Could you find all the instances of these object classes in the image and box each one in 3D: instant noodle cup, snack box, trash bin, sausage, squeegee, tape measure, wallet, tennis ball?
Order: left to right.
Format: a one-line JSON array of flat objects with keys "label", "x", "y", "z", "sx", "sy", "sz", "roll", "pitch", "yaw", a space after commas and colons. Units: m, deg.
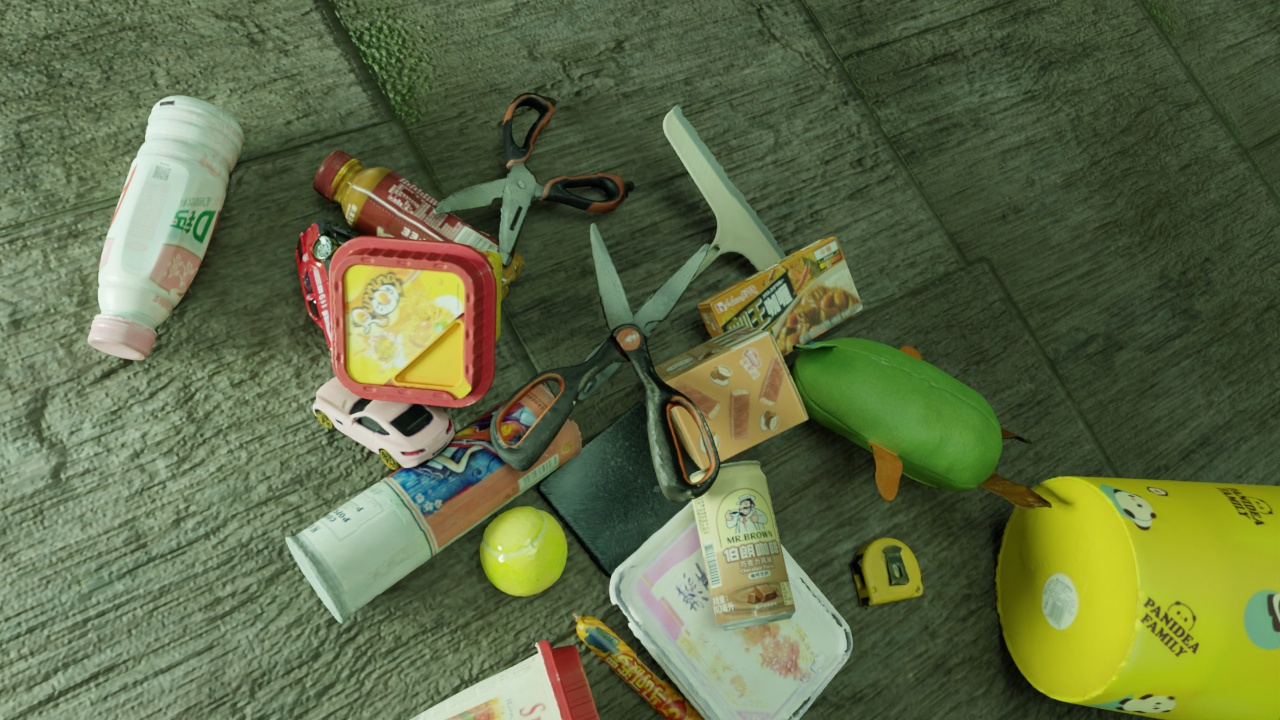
[{"label": "instant noodle cup", "x": -0.153, "y": -0.037, "z": 0.671, "sx": 0.116, "sy": 0.123, "sz": 0.116, "roll": 5, "pitch": 107, "yaw": 4}, {"label": "instant noodle cup", "x": -0.089, "y": 0.260, "z": 0.619, "sx": 0.124, "sy": 0.117, "sz": 0.116, "roll": -16, "pitch": 76, "yaw": -11}, {"label": "tennis ball", "x": -0.087, "y": 0.142, "z": 0.683, "sx": 0.065, "sy": 0.066, "sz": 0.065, "roll": 7, "pitch": 68, "yaw": -17}, {"label": "wallet", "x": -0.012, "y": 0.104, "z": 0.752, "sx": 0.120, "sy": 0.019, "sz": 0.097, "roll": -39, "pitch": 87, "yaw": -26}, {"label": "sausage", "x": 0.009, "y": 0.250, "z": 0.701, "sx": 0.165, "sy": 0.021, "sz": 0.021, "roll": 42, "pitch": 62, "yaw": 0}, {"label": "squeegee", "x": 0.020, "y": -0.050, "z": 0.811, "sx": 0.246, "sy": 0.039, "sz": 0.246, "roll": -46, "pitch": 108, "yaw": -21}, {"label": "instant noodle cup", "x": 0.064, "y": 0.202, "z": 0.718, "sx": 0.137, "sy": 0.060, "sz": 0.173, "roll": -38, "pitch": 85, "yaw": -27}, {"label": "snack box", "x": 0.068, "y": 0.027, "z": 0.742, "sx": 0.094, "sy": 0.093, "sz": 0.077, "roll": -26, "pitch": 98, "yaw": -4}, {"label": "snack box", "x": 0.129, "y": -0.048, "z": 0.829, "sx": 0.153, "sy": 0.026, "sz": 0.075, "roll": -29, "pitch": 101, "yaw": -25}, {"label": "tape measure", "x": 0.215, "y": 0.183, "z": 0.796, "sx": 0.060, "sy": 0.029, "sz": 0.057, "roll": -4, "pitch": 71, "yaw": -21}, {"label": "trash bin", "x": 0.468, "y": 0.203, "z": 0.778, "sx": 0.255, "sy": 0.230, "sz": 0.229, "roll": 8, "pitch": 67, "yaw": -11}]

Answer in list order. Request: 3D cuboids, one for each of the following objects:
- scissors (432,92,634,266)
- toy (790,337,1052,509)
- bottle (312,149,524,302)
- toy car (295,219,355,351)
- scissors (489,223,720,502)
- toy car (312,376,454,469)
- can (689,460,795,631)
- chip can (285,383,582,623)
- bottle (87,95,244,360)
[{"label": "scissors", "x": -0.093, "y": -0.161, "z": 0.797, "sx": 0.226, "sy": 0.015, "sz": 0.189, "roll": -7, "pitch": 64, "yaw": -40}, {"label": "toy", "x": 0.240, "y": 0.050, "z": 0.815, "sx": 0.247, "sy": 0.090, "sz": 0.226, "roll": 28, "pitch": 34, "yaw": 3}, {"label": "bottle", "x": -0.181, "y": -0.107, "z": 0.749, "sx": 0.175, "sy": 0.058, "sz": 0.057, "roll": 33, "pitch": 63, "yaw": -5}, {"label": "toy car", "x": -0.233, "y": -0.049, "z": 0.713, "sx": 0.045, "sy": 0.053, "sz": 0.120, "roll": -26, "pitch": 73, "yaw": 16}, {"label": "scissors", "x": -0.014, "y": 0.006, "z": 0.677, "sx": 0.233, "sy": 0.022, "sz": 0.221, "roll": -33, "pitch": 77, "yaw": -11}, {"label": "toy car", "x": -0.190, "y": 0.039, "z": 0.673, "sx": 0.122, "sy": 0.037, "sz": 0.056, "roll": 24, "pitch": 44, "yaw": 28}, {"label": "can", "x": 0.074, "y": 0.137, "z": 0.679, "sx": 0.058, "sy": 0.059, "sz": 0.116, "roll": -4, "pitch": 72, "yaw": -21}, {"label": "chip can", "x": -0.145, "y": 0.099, "z": 0.676, "sx": 0.214, "sy": 0.071, "sz": 0.071, "roll": -34, "pitch": 84, "yaw": -27}, {"label": "bottle", "x": -0.355, "y": -0.098, "z": 0.681, "sx": 0.068, "sy": 0.068, "sz": 0.196, "roll": 15, "pitch": 69, "yaw": -14}]
